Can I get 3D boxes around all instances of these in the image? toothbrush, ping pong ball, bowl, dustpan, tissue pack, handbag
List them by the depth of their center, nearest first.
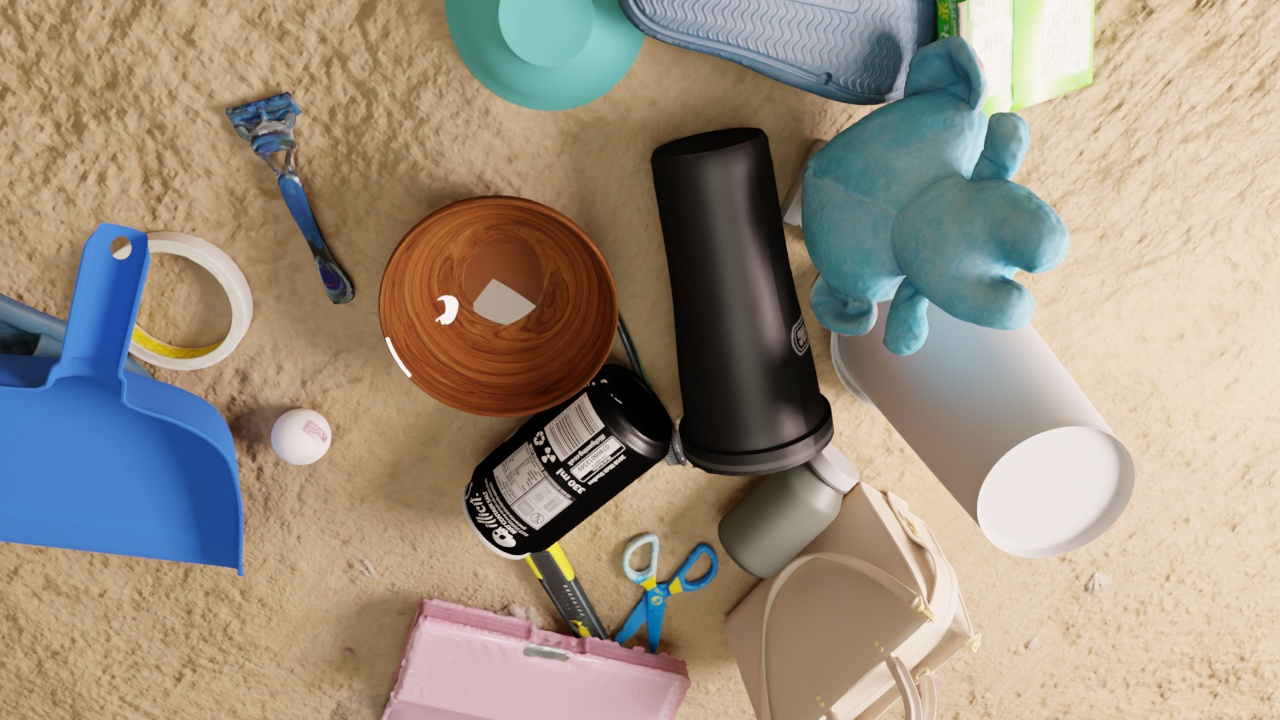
[{"bbox_3d":[-0.054,-0.201,0.530,0.121,0.046,0.121,-2,117,-3],"label":"bowl"},{"bbox_3d":[0.222,-0.205,0.547,0.099,0.034,0.114,-18,119,-12],"label":"tissue pack"},{"bbox_3d":[-0.348,0.030,0.574,0.245,0.059,0.258,14,110,-27],"label":"dustpan"},{"bbox_3d":[-0.090,-0.043,0.597,0.147,0.068,0.147,-2,117,-4],"label":"bowl"},{"bbox_3d":[-0.241,0.054,0.652,0.040,0.040,0.040,-2,117,-4],"label":"ping pong ball"},{"bbox_3d":[-0.004,0.004,0.659,0.017,0.014,0.188,-17,117,13],"label":"toothbrush"},{"bbox_3d":[0.158,0.219,0.678,0.101,0.197,0.195,32,110,-19],"label":"handbag"}]

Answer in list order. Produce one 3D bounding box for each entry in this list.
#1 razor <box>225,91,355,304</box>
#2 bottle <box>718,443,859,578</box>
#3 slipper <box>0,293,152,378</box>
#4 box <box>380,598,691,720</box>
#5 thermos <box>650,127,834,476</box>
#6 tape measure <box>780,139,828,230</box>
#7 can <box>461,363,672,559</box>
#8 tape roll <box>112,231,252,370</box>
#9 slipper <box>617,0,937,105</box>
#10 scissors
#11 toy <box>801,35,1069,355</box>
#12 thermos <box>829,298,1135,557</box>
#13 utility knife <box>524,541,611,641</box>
[{"bbox_3d":[-0.216,-0.097,0.588,0.044,0.018,0.141,-15,117,3],"label":"razor"},{"bbox_3d":[0.112,0.112,0.697,0.060,0.060,0.109,34,110,-19],"label":"bottle"},{"bbox_3d":[-0.409,0.017,0.611,0.213,0.059,0.104,40,105,-20],"label":"slipper"},{"bbox_3d":[-0.094,0.294,0.774,0.232,0.050,0.181,16,123,-11],"label":"box"},{"bbox_3d":[0.062,-0.035,0.600,0.106,0.105,0.219,-12,112,2],"label":"thermos"},{"bbox_3d":[0.130,-0.107,0.610,0.065,0.016,0.064,20,114,-14],"label":"tape measure"},{"bbox_3d":[-0.053,0.072,0.647,0.146,0.080,0.080,-40,113,22],"label":"can"},{"bbox_3d":[-0.309,-0.039,0.611,0.094,0.019,0.094,-1,117,-3],"label":"tape roll"},{"bbox_3d":[0.084,-0.214,0.529,0.213,0.059,0.104,6,113,-23],"label":"slipper"},{"bbox_3d":[0.004,0.194,0.757,0.097,0.020,0.133,29,110,-15],"label":"scissors"},{"bbox_3d":[0.171,-0.079,0.515,0.114,0.180,0.184,9,114,-33],"label":"toy"},{"bbox_3d":[0.203,0.018,0.564,0.131,0.221,0.132,-2,117,-4],"label":"thermos"},{"bbox_3d":[-0.057,0.196,0.752,0.029,0.020,0.186,-21,119,9],"label":"utility knife"}]
